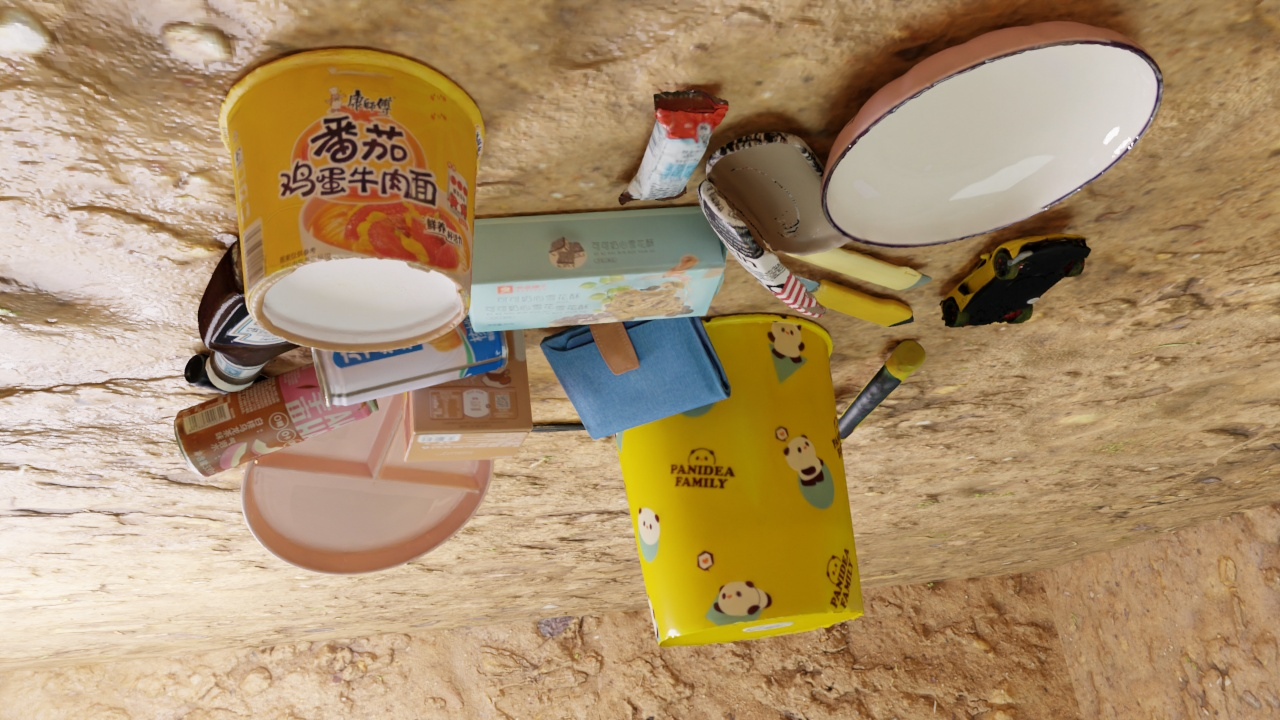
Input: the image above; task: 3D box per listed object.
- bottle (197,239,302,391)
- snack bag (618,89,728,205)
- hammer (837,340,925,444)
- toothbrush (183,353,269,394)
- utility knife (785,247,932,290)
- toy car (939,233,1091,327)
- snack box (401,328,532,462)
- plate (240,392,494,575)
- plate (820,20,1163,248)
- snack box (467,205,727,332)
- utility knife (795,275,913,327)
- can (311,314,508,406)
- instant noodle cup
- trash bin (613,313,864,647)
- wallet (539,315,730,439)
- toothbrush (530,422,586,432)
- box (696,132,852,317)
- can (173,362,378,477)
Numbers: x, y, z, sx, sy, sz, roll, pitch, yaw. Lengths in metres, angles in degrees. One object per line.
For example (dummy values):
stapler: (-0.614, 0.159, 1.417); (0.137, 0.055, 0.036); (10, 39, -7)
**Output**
bottle: (-0.270, -0.026, 0.647); (0.079, 0.044, 0.195); (-4, 162, -36)
snack bag: (0.018, -0.119, 0.536); (0.045, 0.026, 0.105); (-11, 161, -18)
hammer: (0.227, 0.073, 1.025); (0.125, 0.032, 0.324); (-41, 167, -32)
toothbrush: (-0.306, 0.035, 0.813); (0.026, 0.027, 0.212); (32, 179, 30)
utility knife: (0.163, -0.075, 0.707); (0.167, 0.018, 0.031); (7, 150, -36)
toy car: (0.301, -0.066, 0.743); (0.071, 0.041, 0.156); (-4, 160, -9)
snack box: (-0.145, 0.027, 0.751); (0.092, 0.094, 0.077); (0, 157, -20)
plate: (-0.251, 0.108, 0.858); (0.229, 0.028, 0.230); (-15, 128, -20)
plate: (0.197, -0.132, 0.540); (0.192, 0.039, 0.193); (-9, 157, -4)
snack box: (-0.033, -0.062, 0.626); (0.174, 0.051, 0.074); (-5, 159, -8)
utility knife: (0.171, -0.053, 0.763); (0.033, 0.015, 0.208); (-25, 155, 38)
can: (-0.170, -0.005, 0.680); (0.134, 0.053, 0.053); (-14, 162, -22)
instant noodle cup: (-0.146, -0.074, 0.480); (0.138, 0.109, 0.138); (-8, 158, -3)
trash bin: (0.089, 0.119, 0.847); (0.229, 0.255, 0.230); (-7, 158, -3)
wallet: (-0.004, 0.004, 0.756); (0.133, 0.106, 0.040); (-19, -160, 23)
toothbrush: (-0.041, 0.075, 1.015); (0.181, 0.018, 0.016); (0, 160, -16)
box: (0.096, -0.092, 0.591); (0.088, 0.076, 0.162); (-48, 147, 10)
can: (-0.292, 0.042, 0.741); (0.147, 0.058, 0.058); (-21, 161, -11)
